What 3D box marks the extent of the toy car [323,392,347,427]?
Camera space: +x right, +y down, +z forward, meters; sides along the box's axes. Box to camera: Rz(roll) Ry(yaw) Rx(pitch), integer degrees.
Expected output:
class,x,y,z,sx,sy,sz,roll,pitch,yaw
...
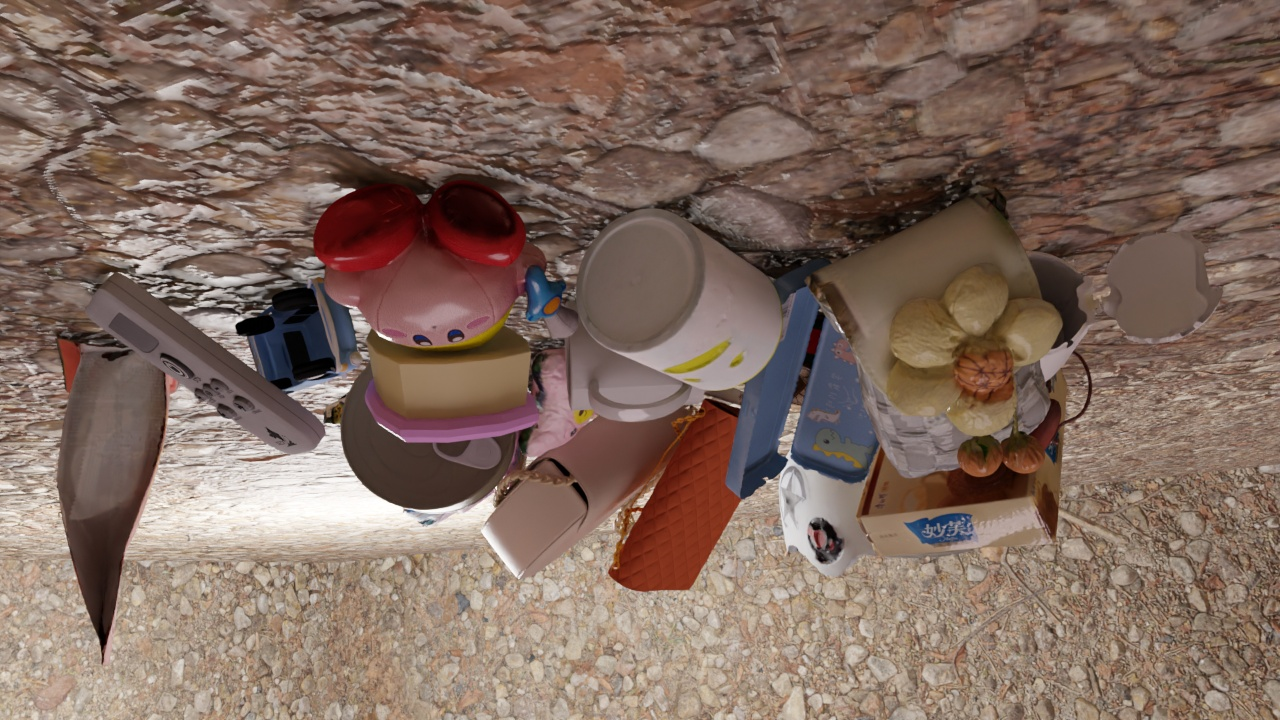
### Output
class,x,y,z,sx,sy,sz,roll,pitch,yaw
toy car,-0.232,0.037,0.813,0.106,0.033,0.048,-17,159,28

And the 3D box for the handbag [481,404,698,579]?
class,x,y,z,sx,sy,sz,roll,pitch,yaw
handbag,-0.045,0.124,0.888,0.210,0.103,0.209,-33,168,-38

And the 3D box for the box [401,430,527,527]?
class,x,y,z,sx,sy,sz,roll,pitch,yaw
box,-0.144,0.101,0.865,0.066,0.158,0.231,31,165,3

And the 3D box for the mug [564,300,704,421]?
class,x,y,z,sx,sy,sz,roll,pitch,yaw
mug,-0.004,0.004,0.620,0.089,0.105,0.074,-3,127,-7

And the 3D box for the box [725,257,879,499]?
class,x,y,z,sx,sy,sz,roll,pitch,yaw
box,0.123,0.017,0.643,0.120,0.049,0.210,-5,136,-10

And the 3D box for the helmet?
class,x,y,z,sx,sy,sz,roll,pitch,yaw
helmet,0.272,0.127,1.013,0.236,0.163,0.264,-13,-178,-19

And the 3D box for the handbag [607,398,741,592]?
class,x,y,z,sx,sy,sz,roll,pitch,yaw
handbag,0.040,0.118,0.817,0.060,0.172,0.108,32,-173,30

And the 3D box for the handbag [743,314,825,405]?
class,x,y,z,sx,sy,sz,roll,pitch,yaw
handbag,0.119,0.000,0.750,0.138,0.063,0.166,12,170,5

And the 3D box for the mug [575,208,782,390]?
class,x,y,z,sx,sy,sz,roll,pitch,yaw
mug,0.024,-0.032,0.525,0.083,0.082,0.106,-12,162,28

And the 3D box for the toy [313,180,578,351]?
class,x,y,z,sx,sy,sz,roll,pitch,yaw
toy,-0.097,-0.046,0.483,0.124,0.096,0.132,-9,148,-8

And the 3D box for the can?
class,x,y,z,sx,sy,sz,roll,pitch,yaw
can,-0.161,0.055,0.715,0.127,0.127,0.073,-3,167,-6

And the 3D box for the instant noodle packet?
class,x,y,z,sx,sy,sz,roll,pitch,yaw
instant noodle packet,-0.382,0.108,0.672,0.083,0.220,0.165,2,164,-30

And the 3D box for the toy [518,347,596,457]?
class,x,y,z,sx,sy,sz,roll,pitch,yaw
toy,-0.060,0.029,0.758,0.093,0.050,0.103,-13,131,-44

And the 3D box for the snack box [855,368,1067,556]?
class,x,y,z,sx,sy,sz,roll,pitch,yaw
snack box,0.294,0.079,0.829,0.154,0.206,0.055,-15,119,37

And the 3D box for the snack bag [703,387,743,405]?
class,x,y,z,sx,sy,sz,roll,pitch,yaw
snack bag,0.041,0.017,0.801,0.070,0.016,0.196,20,180,32

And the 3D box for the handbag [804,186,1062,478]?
class,x,y,z,sx,sy,sz,roll,pitch,yaw
handbag,0.179,0.006,0.524,0.112,0.123,0.171,-26,129,7

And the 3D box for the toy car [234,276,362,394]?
class,x,y,z,sx,sy,sz,roll,pitch,yaw
toy car,-0.209,-0.012,0.575,0.054,0.056,0.154,-16,-179,-38

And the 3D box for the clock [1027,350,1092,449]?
class,x,y,z,sx,sy,sz,roll,pitch,yaw
clock,0.273,0.022,0.733,0.158,0.120,0.072,-3,176,30

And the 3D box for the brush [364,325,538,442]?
class,x,y,z,sx,sy,sz,roll,pitch,yaw
brush,-0.132,-0.002,0.575,0.089,0.043,0.229,-6,-165,-23

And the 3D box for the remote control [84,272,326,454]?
class,x,y,z,sx,sy,sz,roll,pitch,yaw
remote control,-0.263,0.009,0.557,0.151,0.019,0.074,43,149,-23

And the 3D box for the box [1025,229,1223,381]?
class,x,y,z,sx,sy,sz,roll,pitch,yaw
box,0.288,-0.031,0.608,0.144,0.083,0.136,1,166,17
